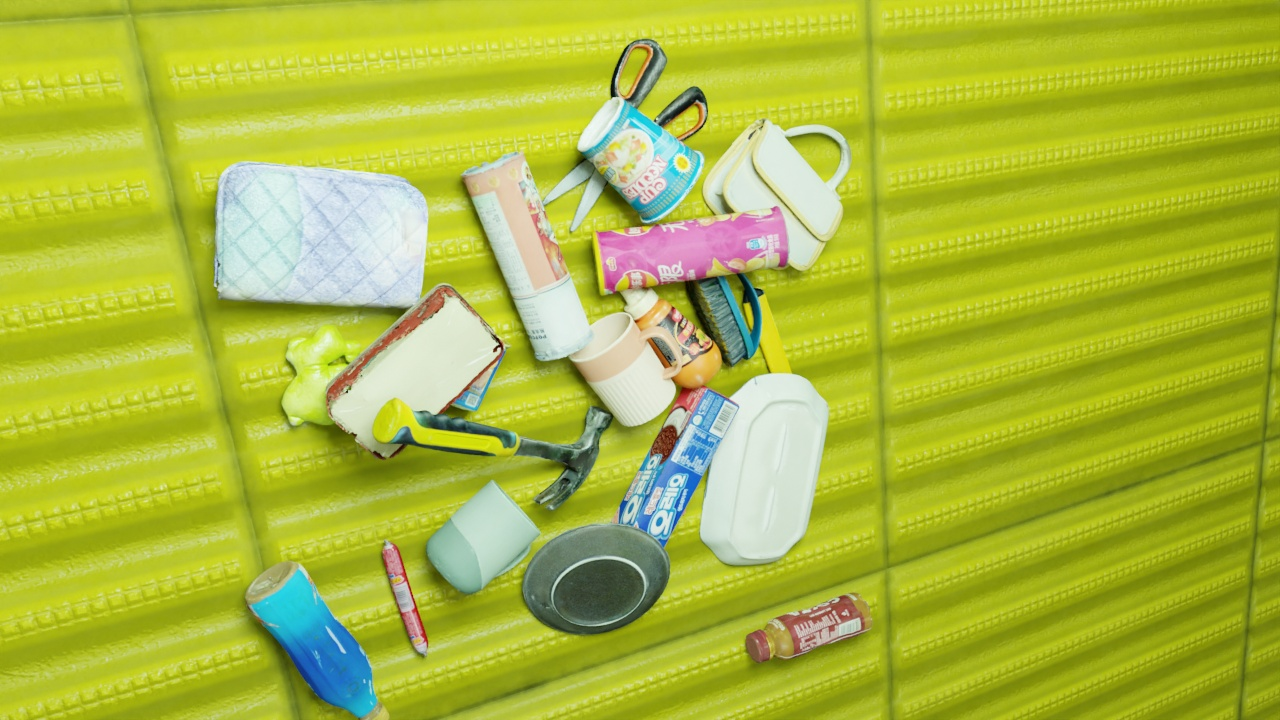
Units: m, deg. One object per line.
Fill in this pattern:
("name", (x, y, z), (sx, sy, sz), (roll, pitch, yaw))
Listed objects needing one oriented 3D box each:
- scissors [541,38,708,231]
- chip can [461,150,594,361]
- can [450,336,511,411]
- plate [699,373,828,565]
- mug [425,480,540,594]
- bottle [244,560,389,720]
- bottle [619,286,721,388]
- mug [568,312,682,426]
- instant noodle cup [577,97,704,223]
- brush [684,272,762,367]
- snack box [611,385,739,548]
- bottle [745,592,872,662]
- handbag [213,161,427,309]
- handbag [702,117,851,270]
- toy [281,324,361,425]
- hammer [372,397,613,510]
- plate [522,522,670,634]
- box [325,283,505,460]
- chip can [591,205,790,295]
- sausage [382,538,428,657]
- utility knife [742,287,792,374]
("scissors", (-0.010, -0.242, 1.020), (0.197, 0.022, 0.227), (7, 99, -25))
("chip can", (-0.119, -0.110, 0.978), (0.071, 0.071, 0.215), (-27, 111, -16))
("can", (-0.203, -0.002, 0.976), (0.102, 0.057, 0.083), (25, 94, -26))
("plate", (0.166, 0.148, 1.174), (0.162, 0.034, 0.266), (4, 104, -23))
("mug", (-0.172, 0.206, 1.030), (0.106, 0.082, 0.112), (-44, 138, -9))
("bottle", (-0.338, 0.316, 0.986), (0.065, 0.065, 0.219), (-31, 112, -14))
("bottle", (0.030, -0.035, 1.069), (0.066, 0.067, 0.149), (-45, 108, -8))
("mug", (-0.006, 0.006, 1.037), (0.115, 0.081, 0.106), (-22, 119, 24))
("instant noodle cup", (-0.005, -0.217, 0.975), (0.110, 0.099, 0.099), (36, 87, -25))
("brush", (0.105, -0.065, 1.092), (0.073, 0.055, 0.144), (-29, 112, -10))
("snack box", (0.041, 0.128, 1.110), (0.057, 0.058, 0.207), (28, 90, -26))
("bottle", (0.228, 0.366, 1.248), (0.174, 0.057, 0.057), (-11, 106, -21))
("handbag", (-0.308, -0.119, 0.893), (0.193, 0.075, 0.134), (3, 105, -23))
("handbag", (0.181, -0.214, 1.092), (0.163, 0.063, 0.178), (40, 81, -27))
("toy", (-0.326, 0.019, 0.941), (0.096, 0.031, 0.100), (-27, 111, -18))
("hammer", (-0.146, 0.089, 0.953), (0.323, 0.032, 0.126), (19, 95, -56))
("plate", (-0.050, 0.268, 1.089), (0.179, 0.024, 0.180), (-6, 124, -9))
("box", (-0.221, 0.011, 0.898), (0.168, 0.077, 0.091), (-43, 117, -4))
("chip can", (0.054, -0.123, 1.015), (0.210, 0.071, 0.071), (-9, 106, -3))
("sausage", (-0.265, 0.269, 1.033), (0.020, 0.020, 0.156), (-18, 109, -19))
("utility knife", (0.161, -0.019, 1.151), (0.033, 0.015, 0.168), (-26, 112, -10))
